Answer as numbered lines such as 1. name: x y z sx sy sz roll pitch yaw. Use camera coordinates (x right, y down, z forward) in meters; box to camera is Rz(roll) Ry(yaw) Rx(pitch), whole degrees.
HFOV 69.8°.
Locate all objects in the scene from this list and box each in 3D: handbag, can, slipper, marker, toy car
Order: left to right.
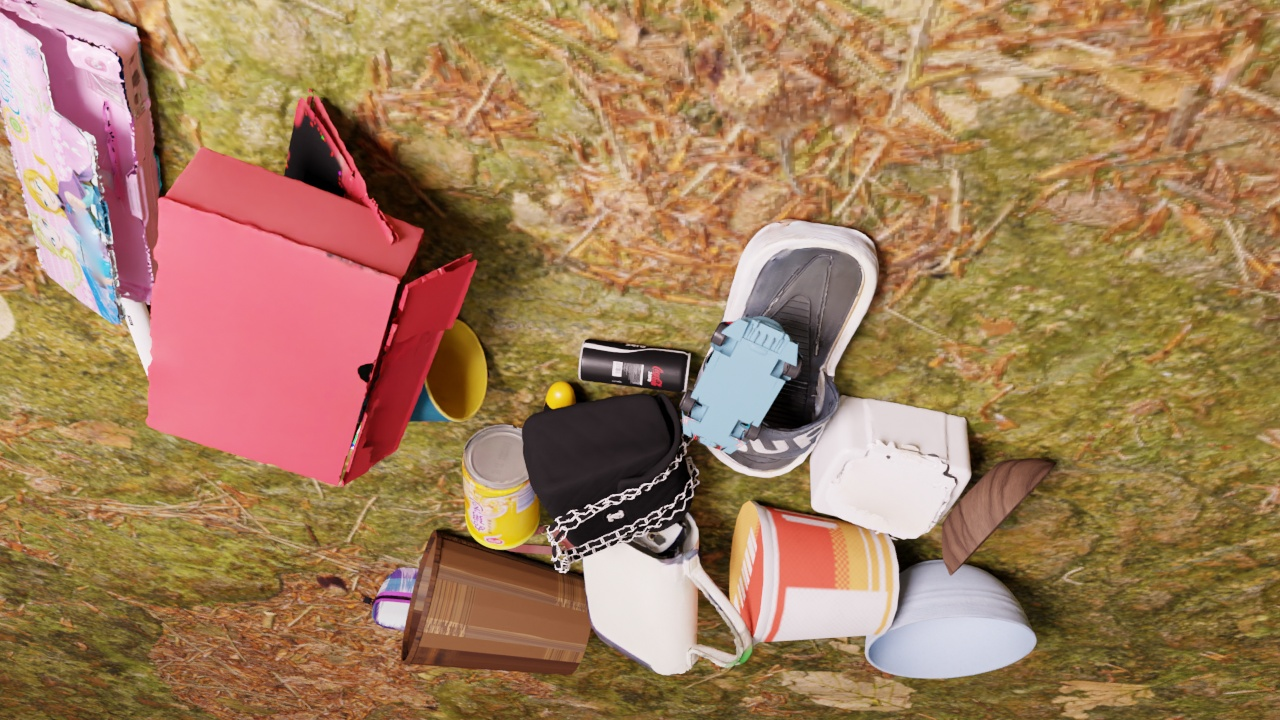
1. marker: -0.406 -0.013 0.755 0.020 0.017 0.134 41 144 21
2. handbag: -0.235 0.305 1.059 0.144 0.067 0.170 4 145 5
3. can: -0.121 0.113 0.805 0.067 0.067 0.105 9 139 0
4. handbag: -0.089 0.179 0.909 0.120 0.029 0.055 -11 134 29
5. handbag: -0.013 0.102 0.715 0.125 0.114 0.154 -17 148 -1
6. can: -0.004 0.004 0.685 0.080 0.031 0.032 7 139 3
7. handbag: 0.033 0.210 0.816 0.176 0.073 0.151 22 128 38
8. toy car: 0.066 0.013 0.612 0.060 0.027 0.108 24 128 0
9. slipper: 0.096 0.015 0.658 0.111 0.063 0.264 11 137 -2

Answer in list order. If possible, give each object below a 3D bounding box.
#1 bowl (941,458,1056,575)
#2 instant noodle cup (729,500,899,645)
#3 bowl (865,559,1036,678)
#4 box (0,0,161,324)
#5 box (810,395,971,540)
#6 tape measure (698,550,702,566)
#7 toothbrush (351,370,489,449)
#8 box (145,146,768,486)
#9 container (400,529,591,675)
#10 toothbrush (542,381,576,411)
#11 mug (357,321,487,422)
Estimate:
1. bowl: 0.273 0.115 0.723 0.032 0.119 0.120 43 145 23
2. instant noodle cup: 0.152 0.191 0.811 0.121 0.123 0.124 5 140 -6
3. bowl: 0.281 0.234 0.855 0.150 0.074 0.151 0 141 0
4. box: -0.365 -0.117 0.592 0.084 0.063 0.231 17 139 -9
5. box: 0.192 0.098 0.704 0.108 0.101 0.103 9 140 -3
6. tape measure: 0.028 0.201 0.900 0.065 0.035 0.059 25 136 -17
7. toothbrush: -0.194 0.042 0.777 0.187 0.015 0.016 -26 123 33
8. box: -0.109 -0.030 0.639 0.424 0.128 0.213 -6 145 -33
9. container: -0.143 0.255 0.935 0.167 0.132 0.132 16 139 -16
10. toothbrush: -0.072 0.081 0.788 0.031 0.030 0.197 22 142 9
11. mug: -0.189 0.013 0.704 0.122 0.078 0.078 -7 137 26
